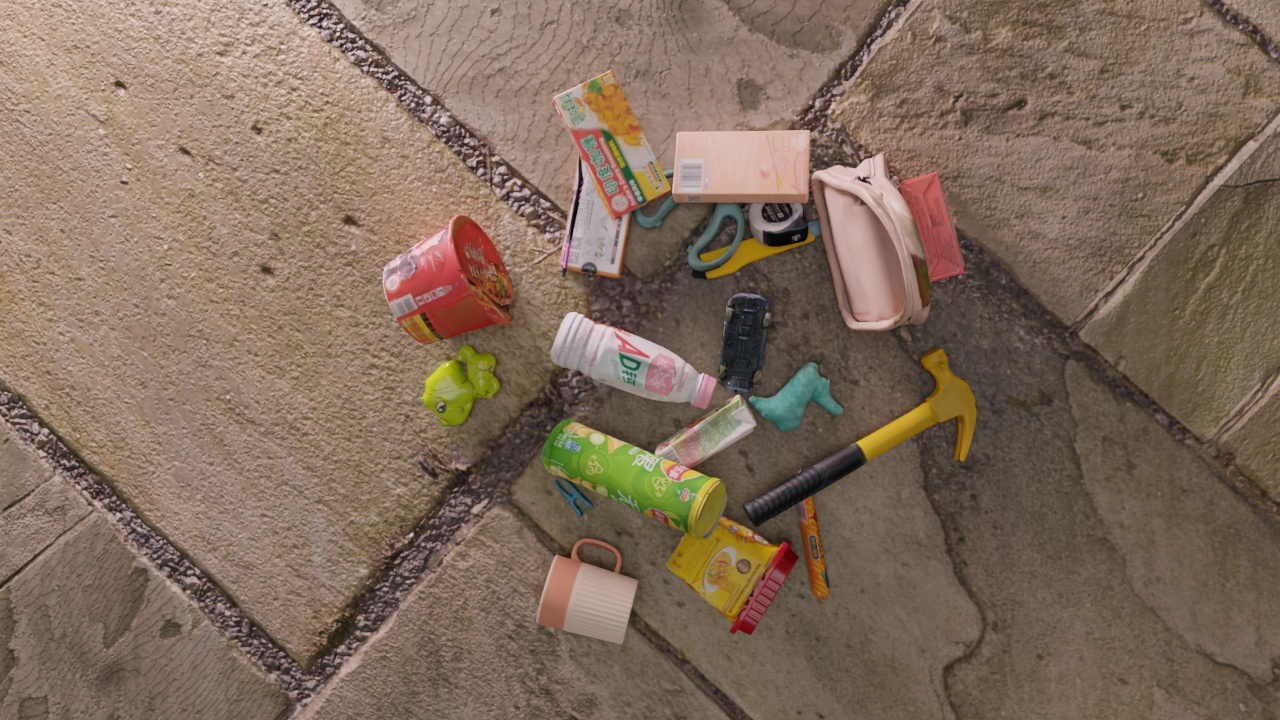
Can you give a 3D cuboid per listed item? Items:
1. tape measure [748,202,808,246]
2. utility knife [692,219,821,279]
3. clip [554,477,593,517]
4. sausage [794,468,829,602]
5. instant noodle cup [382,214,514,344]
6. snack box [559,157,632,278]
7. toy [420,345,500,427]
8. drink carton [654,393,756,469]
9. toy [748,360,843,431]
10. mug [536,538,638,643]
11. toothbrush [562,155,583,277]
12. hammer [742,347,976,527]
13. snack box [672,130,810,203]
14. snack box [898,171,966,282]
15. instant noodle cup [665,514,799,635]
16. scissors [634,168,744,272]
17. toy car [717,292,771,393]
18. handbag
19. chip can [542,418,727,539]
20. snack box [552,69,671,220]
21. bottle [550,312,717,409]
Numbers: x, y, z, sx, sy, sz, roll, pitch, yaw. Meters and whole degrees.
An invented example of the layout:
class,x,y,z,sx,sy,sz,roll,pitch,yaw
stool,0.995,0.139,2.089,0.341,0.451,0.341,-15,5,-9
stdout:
class,x,y,z,sx,sy,sz,roll,pitch,yaw
tape measure,0.160,-0.168,1.078,0.066,0.033,0.065,-9,62,6
utility knife,0.163,-0.139,1.098,0.216,0.015,0.033,-17,94,6
clip,-0.084,0.167,1.137,0.047,0.014,0.057,-40,87,8
sausage,0.206,0.211,1.106,0.021,0.021,0.165,-10,92,6
instant noodle cup,-0.230,-0.090,1.084,0.109,0.137,0.138,-22,90,14
snack box,-0.048,-0.181,1.112,0.075,0.026,0.154,11,93,6
toy,-0.224,0.031,1.136,0.100,0.031,0.096,-9,92,1
drink carton,0.080,0.092,1.098,0.122,0.053,0.045,-33,91,6
toy,0.192,0.047,1.097,0.096,0.030,0.092,40,98,-3
mug,-0.059,0.276,1.113,0.106,0.082,0.114,15,64,3
toothbrush,-0.073,-0.192,1.093,0.018,0.014,0.189,9,92,-3
hammer,0.258,0.110,1.078,0.300,0.033,0.129,-29,90,-1
snack box,0.118,-0.226,1.072,0.157,0.026,0.084,2,73,10
snack box,0.330,-0.148,1.033,0.044,0.127,0.113,-16,90,21
instant noodle cup,0.106,0.241,1.079,0.124,0.116,0.116,32,95,15
scissors,0.089,-0.181,1.096,0.177,0.019,0.171,-29,79,1
toy car,0.124,-0.021,1.098,0.054,0.036,0.121,7,103,5
handbag,0.257,-0.117,0.973,0.093,0.234,0.193,-16,101,6
chip can,-0.012,0.134,1.064,0.221,0.072,0.072,19,94,27
snack box,-0.033,-0.251,1.073,0.077,0.027,0.156,-28,95,-8
bottle,-0.007,0.006,1.098,0.197,0.068,0.068,22,94,1
